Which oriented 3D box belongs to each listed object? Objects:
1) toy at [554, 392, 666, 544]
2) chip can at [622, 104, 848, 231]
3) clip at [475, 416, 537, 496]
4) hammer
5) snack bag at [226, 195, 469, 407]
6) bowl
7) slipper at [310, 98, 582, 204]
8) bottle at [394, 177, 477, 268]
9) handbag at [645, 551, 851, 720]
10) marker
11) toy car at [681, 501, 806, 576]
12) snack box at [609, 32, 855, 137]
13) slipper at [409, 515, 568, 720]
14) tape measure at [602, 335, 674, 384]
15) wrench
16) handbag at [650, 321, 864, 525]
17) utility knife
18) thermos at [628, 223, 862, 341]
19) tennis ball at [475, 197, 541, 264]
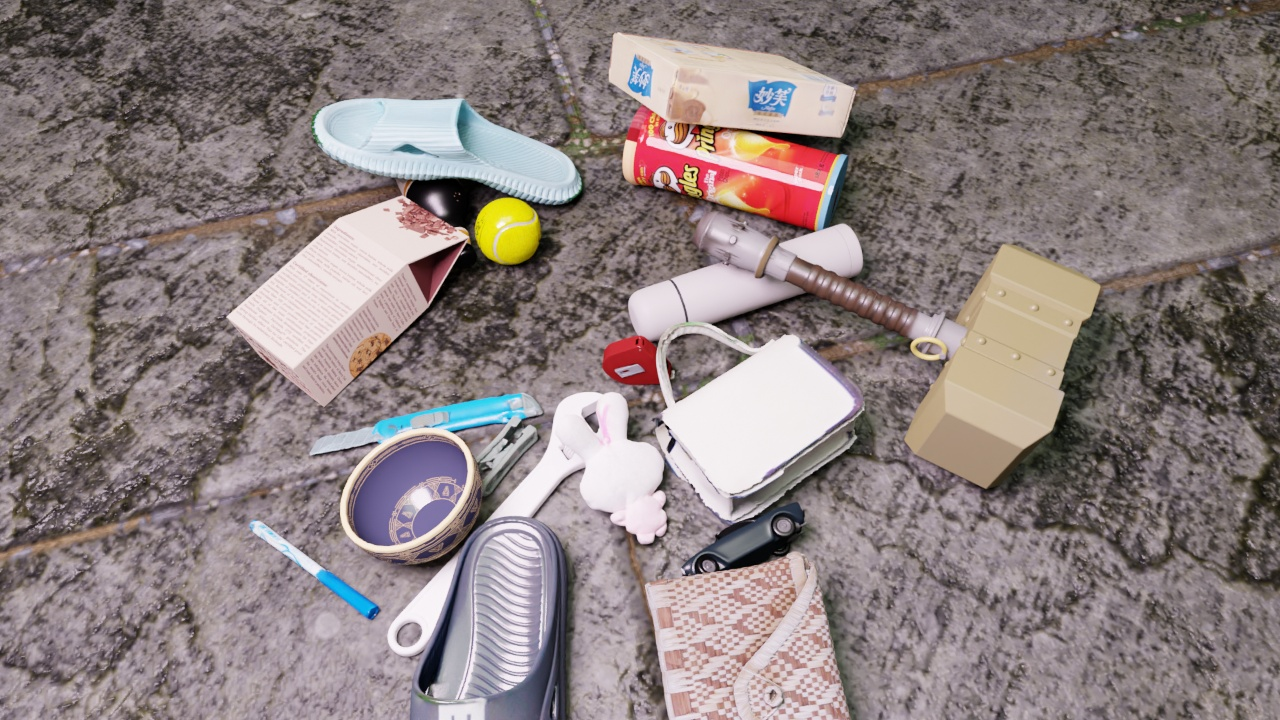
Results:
[{"bbox_3d":[-0.017,0.092,0.759,0.075,0.037,0.125,-28,85,-28],"label":"toy"},{"bbox_3d":[0.095,-0.196,0.935,0.213,0.087,0.086,19,58,14],"label":"chip can"},{"bbox_3d":[-0.122,0.083,0.791,0.043,0.023,0.075,27,59,22],"label":"clip"},{"bbox_3d":[0.196,-0.050,0.792,0.325,0.101,0.189,26,60,12],"label":"hammer"},{"bbox_3d":[-0.266,-0.070,0.866,0.094,0.070,0.206,33,68,23],"label":"snack bag"},{"bbox_3d":[-0.176,0.118,0.740,0.112,0.061,0.112,-10,49,12],"label":"bowl"},{"bbox_3d":[-0.184,-0.223,0.923,0.276,0.070,0.115,10,40,-21],"label":"slipper"},{"bbox_3d":[-0.209,-0.163,0.945,0.059,0.059,0.181,-23,57,-12],"label":"bottle"},{"bbox_3d":[0.079,0.233,0.635,0.124,0.047,0.185,-10,70,0],"label":"handbag"},{"bbox_3d":[-0.268,0.168,0.745,0.142,0.013,0.013,28,61,21],"label":"marker"},{"bbox_3d":[0.079,0.146,0.720,0.112,0.046,0.034,-25,59,-15],"label":"toy car"},{"bbox_3d":[0.090,-0.283,0.944,0.207,0.055,0.153,-2,30,-26],"label":"snack box"},{"bbox_3d":[-0.105,0.228,0.647,0.111,0.083,0.267,4,59,3],"label":"slipper"},{"bbox_3d":[-0.005,0.005,0.824,0.051,0.059,0.019,-17,49,29],"label":"tape measure"},{"bbox_3d":[-0.108,0.130,0.760,0.066,0.018,0.272,30,63,22],"label":"wrench"},{"bbox_3d":[0.080,0.035,0.780,0.151,0.074,0.176,-33,60,-18],"label":"handbag"},{"bbox_3d":[-0.191,0.057,0.818,0.207,0.015,0.031,-13,51,-4],"label":"utility knife"},{"bbox_3d":[0.098,-0.072,0.867,0.224,0.052,0.052,-18,56,-10],"label":"thermos"},{"bbox_3d":[-0.132,-0.128,0.911,0.065,0.065,0.065,-2,55,2],"label":"tennis ball"}]
